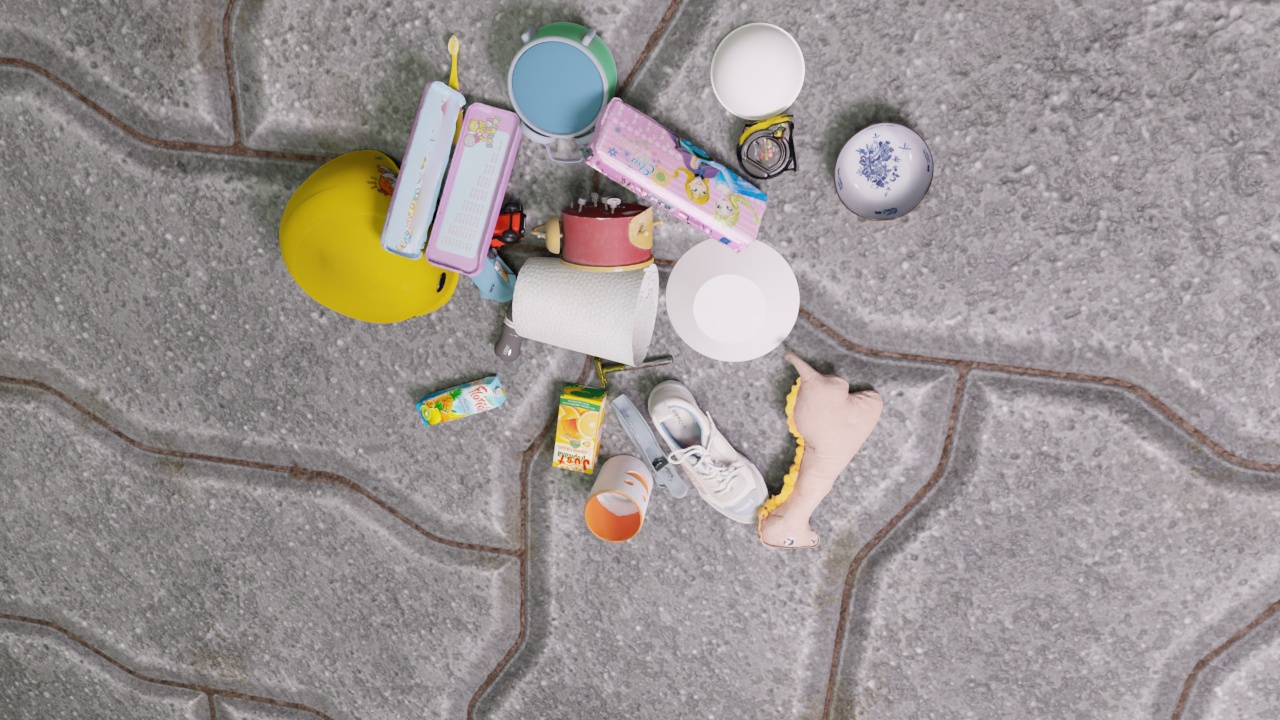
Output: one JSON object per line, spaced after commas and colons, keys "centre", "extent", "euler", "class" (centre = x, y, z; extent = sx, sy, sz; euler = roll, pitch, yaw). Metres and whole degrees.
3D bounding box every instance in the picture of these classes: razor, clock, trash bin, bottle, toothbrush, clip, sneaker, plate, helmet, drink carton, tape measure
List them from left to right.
{"centre": [-0.359, -0.139, 1.186], "extent": [0.210, 0.139, 0.240], "euler": [-41, 101, 23], "class": "helmet"}
{"centre": [-0.233, -0.335, 1.146], "extent": [0.021, 0.016, 0.136], "euler": [5, 113, 3], "class": "toothbrush"}
{"centre": [-0.254, 0.057, 1.306], "extent": [0.129, 0.038, 0.044], "euler": [-16, 109, 16], "class": "drink carton"}
{"centre": [-0.168, -0.051, 1.245], "extent": [0.036, 0.036, 0.110], "euler": [23, 115, 0], "class": "bottle"}
{"centre": [-0.092, -0.317, 1.102], "extent": [0.122, 0.075, 0.162], "euler": [5, 126, 8], "class": "clock"}
{"centre": [-0.086, 0.099, 1.292], "extent": [0.058, 0.041, 0.123], "euler": [11, 115, 6], "class": "drink carton"}
{"centre": [-0.070, -0.070, 1.173], "extent": [0.161, 0.133, 0.133], "euler": [10, 114, 12], "class": "trash bin"}
{"centre": [-0.058, -0.165, 1.136], "extent": [0.159, 0.116, 0.081], "euler": [5, 110, 15], "class": "clock"}
{"centre": [-0.007, 0.007, 1.250], "extent": [0.106, 0.026, 0.042], "euler": [-9, 109, 10], "class": "razor"}
{"centre": [0.008, 0.118, 1.277], "extent": [0.027, 0.090, 0.162], "euler": [-33, 94, -10], "class": "clip"}
{"centre": [0.090, 0.139, 1.247], "extent": [0.090, 0.090, 0.242], "euler": [-34, 104, 15], "class": "sneaker"}
{"centre": [0.117, -0.072, 1.183], "extent": [0.174, 0.036, 0.174], "euler": [4, 114, 9], "class": "plate"}
{"centre": [0.151, -0.253, 1.097], "extent": [0.072, 0.042, 0.071], "euler": [-7, 117, 8], "class": "tape measure"}

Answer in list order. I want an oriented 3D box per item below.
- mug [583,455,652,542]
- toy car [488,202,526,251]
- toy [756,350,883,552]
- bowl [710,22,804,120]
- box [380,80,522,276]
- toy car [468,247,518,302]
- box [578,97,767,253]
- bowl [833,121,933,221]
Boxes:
{"centre": [-0.029, 0.192, 1.286], "extent": [0.082, 0.105, 0.082], "euler": [4, 114, 9], "class": "mug"}
{"centre": [-0.194, -0.169, 1.190], "extent": [0.100, 0.051, 0.049], "euler": [-4, 155, 11], "class": "toy car"}
{"centre": [0.210, 0.131, 1.227], "extent": [0.196, 0.065, 0.265], "euler": [29, 108, -9], "class": "toy"}
{"centre": [0.135, -0.333, 1.066], "extent": [0.110, 0.040, 0.110], "euler": [4, 114, 9], "class": "bowl"}
{"centre": [-0.234, -0.221, 1.128], "extent": [0.140, 0.062, 0.214], "euler": [16, 91, -31], "class": "box"}
{"centre": [-0.200, -0.110, 1.201], "extent": [0.060, 0.027, 0.108], "euler": [-18, 142, 17], "class": "toy car"}
{"centre": [0.032, -0.209, 1.102], "extent": [0.230, 0.084, 0.091], "euler": [27, 158, -21], "class": "box"}
{"centre": [0.284, -0.225, 1.081], "extent": [0.114, 0.045, 0.114], "euler": [4, 113, 9], "class": "bowl"}
